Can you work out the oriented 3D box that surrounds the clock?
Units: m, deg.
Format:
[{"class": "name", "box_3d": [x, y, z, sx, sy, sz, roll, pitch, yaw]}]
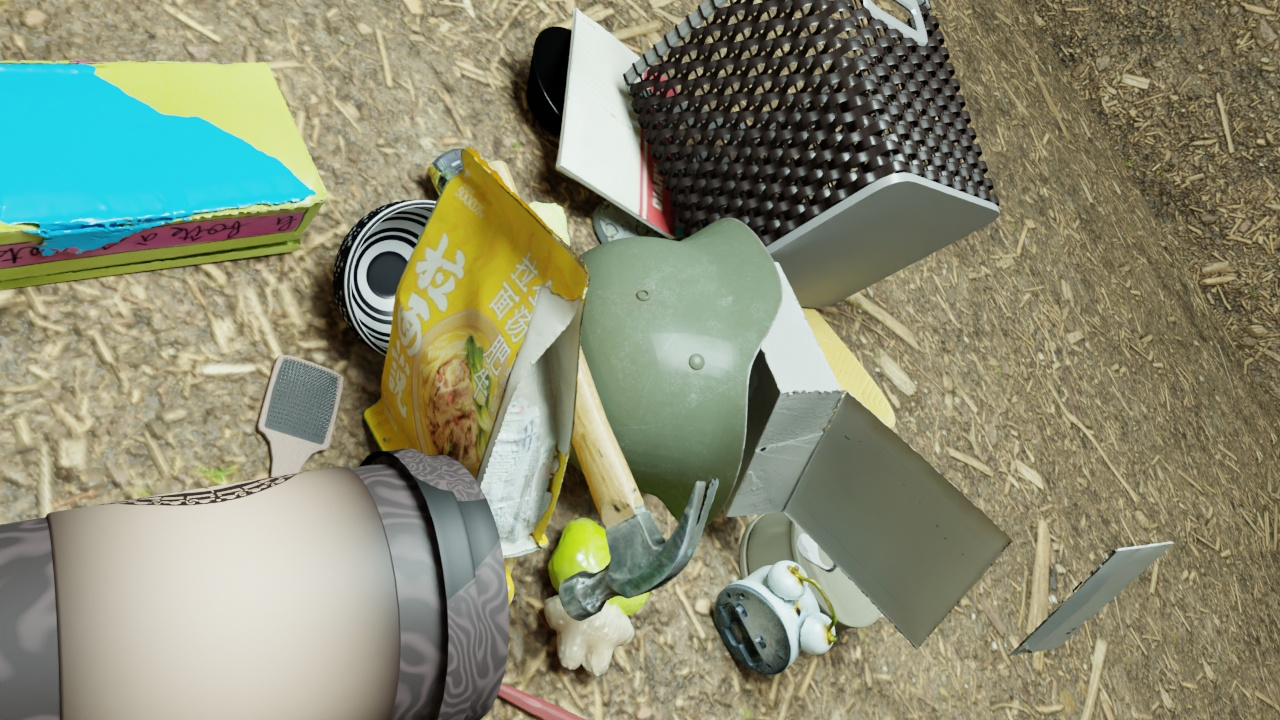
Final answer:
[{"class": "clock", "box_3d": [0.117, 0.215, 0.774, 0.056, 0.118, 0.083, -23, 82, -41]}]

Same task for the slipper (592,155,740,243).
[{"class": "slipper", "box_3d": [0.052, -0.172, 0.991, 0.098, 0.055, 0.267, 56, 44, -5]}]

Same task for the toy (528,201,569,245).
[{"class": "toy", "box_3d": [-0.103, -0.080, 0.782, 0.134, 0.045, 0.092, -53, 145, -33]}]

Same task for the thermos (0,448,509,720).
[{"class": "thermos", "box_3d": [-0.208, 0.139, 0.490, 0.225, 0.173, 0.172, -1, 67, -36]}]

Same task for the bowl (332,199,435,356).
[{"class": "bowl", "box_3d": [-0.178, -0.062, 0.693, 0.120, 0.066, 0.120, -11, 107, -38]}]

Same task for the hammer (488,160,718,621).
[{"class": "hammer", "box_3d": [-0.052, 0.003, 0.646, 0.033, 0.132, 0.330, 4, 59, -59]}]

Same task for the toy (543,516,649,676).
[{"class": "toy", "box_3d": [-0.035, 0.183, 0.708, 0.092, 0.043, 0.117, 31, 51, -29]}]

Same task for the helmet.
[{"class": "helmet", "box_3d": [-0.004, 0.004, 0.738, 0.153, 0.228, 0.267, 4, 52, -23]}]

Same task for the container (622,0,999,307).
[{"class": "container", "box_3d": [0.171, -0.212, 0.900, 0.246, 0.246, 0.243, 2, 66, -47]}]

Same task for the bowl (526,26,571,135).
[{"class": "bowl", "box_3d": [-0.076, -0.265, 0.922, 0.124, 0.053, 0.123, 24, 55, -40]}]

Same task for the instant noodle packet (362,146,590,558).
[{"class": "instant noodle packet", "box_3d": [-0.102, -0.004, 0.590, 0.084, 0.222, 0.163, -6, 39, -35]}]

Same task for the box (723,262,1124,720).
[{"class": "box", "box_3d": [0.157, 0.106, 0.732, 0.108, 0.166, 0.418, -13, 51, -25]}]

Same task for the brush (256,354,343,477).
[{"class": "brush", "box_3d": [-0.234, 0.058, 0.618, 0.050, 0.015, 0.135, 23, 52, -30]}]

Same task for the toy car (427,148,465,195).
[{"class": "toy car", "box_3d": [-0.147, -0.131, 0.798, 0.047, 0.033, 0.105, -44, 112, -48]}]

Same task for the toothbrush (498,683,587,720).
[{"class": "toothbrush", "box_3d": [-0.076, 0.244, 0.653, 0.190, 0.017, 0.016, 35, 46, -22]}]

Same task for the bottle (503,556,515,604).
[{"class": "bottle", "box_3d": [-0.119, 0.129, 0.647, 0.063, 0.063, 0.109, 26, 41, -30]}]

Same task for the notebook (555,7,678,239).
[{"class": "notebook", "box_3d": [-0.017, -0.238, 0.923, 0.153, 0.012, 0.208, 27, 53, -36]}]

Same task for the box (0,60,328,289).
[{"class": "box", "box_3d": [-0.334, -0.124, 0.592, 0.220, 0.079, 0.124, -21, 80, -44]}]

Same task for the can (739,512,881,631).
[{"class": "can", "box_3d": [0.162, 0.193, 0.860, 0.127, 0.073, 0.127, 22, 53, -32]}]

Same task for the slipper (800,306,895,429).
[{"class": "slipper", "box_3d": [0.161, -0.004, 0.969, 0.099, 0.079, 0.263, -1, 46, -44]}]
